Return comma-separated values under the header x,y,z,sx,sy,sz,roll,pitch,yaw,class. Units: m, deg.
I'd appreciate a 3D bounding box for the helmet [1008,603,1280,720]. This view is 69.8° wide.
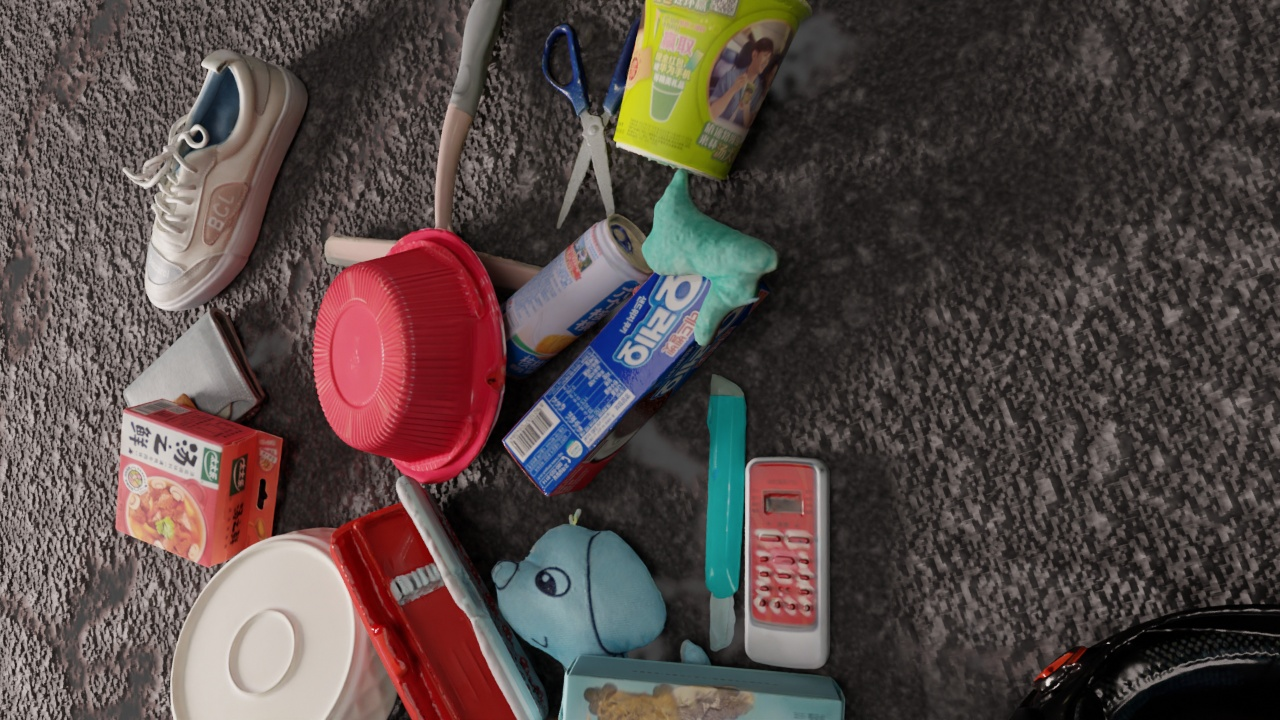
x,y,z,sx,sy,sz,roll,pitch,yaw,class
0.266,0.237,0.407,0.233,0.230,0.275,35,93,21,helmet

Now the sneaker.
x,y,z,sx,sy,sz,roll,pitch,yaw,class
-0.378,-0.151,0.786,0.089,0.090,0.242,34,101,23,sneaker

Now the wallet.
x,y,z,sx,sy,sz,roll,pitch,yaw,class
-0.399,0.033,0.812,0.130,0.037,0.106,-36,73,18,wallet

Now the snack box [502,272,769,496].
x,y,z,sx,sy,sz,roll,pitch,yaw,class
-0.004,0.004,0.630,0.208,0.058,0.057,-48,71,14,snack box

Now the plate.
x,y,z,sx,sy,sz,roll,pitch,yaw,class
-0.278,0.227,0.707,0.205,0.045,0.204,-9,63,19,plate

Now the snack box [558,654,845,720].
x,y,z,sx,sy,sz,roll,pitch,yaw,class
0.037,0.235,0.576,0.175,0.051,0.074,3,87,5,snack box

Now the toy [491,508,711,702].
x,y,z,sx,sy,sz,roll,pitch,yaw,class
-0.029,0.183,0.633,0.161,0.050,0.156,3,80,9,toy

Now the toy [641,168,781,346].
x,y,z,sx,sy,sz,roll,pitch,yaw,class
0.040,-0.061,0.570,0.092,0.030,0.096,27,100,23,toy

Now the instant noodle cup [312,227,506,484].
x,y,z,sx,sy,sz,roll,pitch,yaw,class
-0.182,-0.003,0.673,0.194,0.065,0.194,1,92,44,instant noodle cup

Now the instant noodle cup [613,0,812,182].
x,y,z,sx,sy,sz,roll,pitch,yaw,class
0.038,-0.187,0.603,0.112,0.111,0.123,25,103,23,instant noodle cup

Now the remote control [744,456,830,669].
x,y,z,sx,sy,sz,roll,pitch,yaw,class
0.096,0.131,0.600,0.056,0.020,0.136,0,86,23,remote control

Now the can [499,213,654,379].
x,y,z,sx,sy,sz,roll,pitch,yaw,class
-0.052,-0.044,0.646,0.135,0.053,0.053,-37,73,27,can

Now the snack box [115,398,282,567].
x,y,z,sx,sy,sz,roll,pitch,yaw,class
-0.372,0.105,0.771,0.127,0.044,0.113,15,105,15,snack box

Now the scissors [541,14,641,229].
x,y,z,sx,sy,sz,roll,pitch,yaw,class
-0.036,-0.184,0.676,0.163,0.012,0.162,44,99,23,scissors

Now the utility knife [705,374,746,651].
x,y,z,sx,sy,sz,roll,pitch,yaw,class
0.056,0.103,0.622,0.029,0.013,0.187,1,85,25,utility knife

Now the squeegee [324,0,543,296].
x,y,z,sx,sy,sz,roll,pitch,yaw,class
-0.138,-0.182,0.712,0.248,0.040,0.249,11,90,24,squeegee

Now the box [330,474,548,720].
x,y,z,sx,sy,sz,roll,pitch,yaw,class
-0.135,0.180,0.653,0.201,0.095,0.099,57,140,15,box

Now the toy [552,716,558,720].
x,y,z,sx,sy,sz,roll,pitch,yaw,class
-0.007,0.357,0.581,0.247,0.090,0.226,28,76,38,toy
